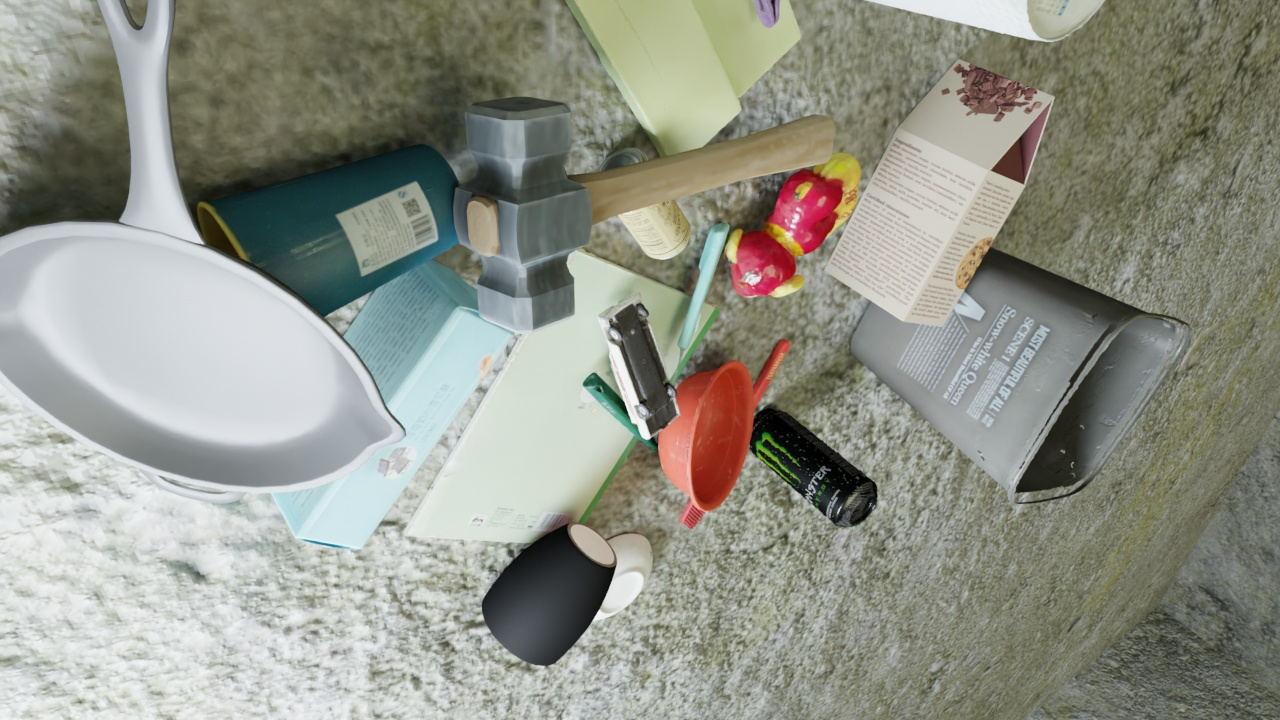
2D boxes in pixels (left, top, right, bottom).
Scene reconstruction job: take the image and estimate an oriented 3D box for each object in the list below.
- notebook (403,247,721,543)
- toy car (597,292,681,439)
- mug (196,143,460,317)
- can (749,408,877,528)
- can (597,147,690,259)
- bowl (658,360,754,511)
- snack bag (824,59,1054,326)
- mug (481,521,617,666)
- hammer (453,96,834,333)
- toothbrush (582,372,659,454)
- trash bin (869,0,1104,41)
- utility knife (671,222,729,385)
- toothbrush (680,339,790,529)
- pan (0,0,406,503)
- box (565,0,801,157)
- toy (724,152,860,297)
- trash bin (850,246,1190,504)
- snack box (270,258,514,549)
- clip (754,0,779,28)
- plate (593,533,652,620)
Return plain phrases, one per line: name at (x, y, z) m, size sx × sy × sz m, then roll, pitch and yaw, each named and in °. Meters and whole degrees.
notebook at (-0.054, 0.044, 0.723) m, size 0.181 × 0.010 × 0.253 m, roll 17°, pitch 110°, yaw -48°
toy car at (-0.004, 0.004, 0.697) m, size 0.039 × 0.039 × 0.113 m, roll -36°, pitch 121°, yaw -27°
mug at (-0.157, -0.068, 0.486) m, size 0.121 × 0.078 × 0.078 m, roll -30°, pitch 138°, yaw -28°
can at (0.159, 0.099, 0.863) m, size 0.053 × 0.138 × 0.054 m, roll -25°, pitch 136°, yaw -27°
can at (0.004, -0.105, 0.628) m, size 0.038 × 0.038 × 0.079 m, roll -46°, pitch 141°, yaw -3°
bowl at (0.052, 0.061, 0.784) m, size 0.130 × 0.045 × 0.131 m, roll -31°, pitch 127°, yaw -54°
snack bag at (0.257, -0.144, 0.786) m, size 0.069 × 0.094 × 0.207 m, roll 3°, pitch 119°, yaw -44°
mug at (-0.065, 0.186, 0.777) m, size 0.100 × 0.085 × 0.118 m, roll -51°, pitch 173°, yaw 14°
hammer at (0.026, -0.117, 0.578) m, size 0.321 × 0.051 × 0.117 m, roll -24°, pitch 125°, yaw -42°
toothbrush at (0.000, 0.059, 0.764) m, size 0.016 × 0.017 × 0.190 m, roll -46°, pitch 144°, yaw -4°
trash bin at (0.210, -0.277, 0.577) m, size 0.133 × 0.161 × 0.133 m, roll -24°, pitch 136°, yaw -27°
utility knife at (0.037, -0.024, 0.725) m, size 0.022 × 0.016 × 0.177 m, roll -39°, pitch 149°, yaw -72°
toothbrush at (0.092, 0.075, 0.876) m, size 0.012 × 0.018 × 0.213 m, roll 8°, pitch 116°, yaw -46°
pan at (-0.203, -0.037, 0.402) m, size 0.216 × 0.024 × 0.356 m, roll 15°, pitch 138°, yaw -10°
box at (0.029, -0.224, 0.568) m, size 0.137 × 0.024 × 0.187 m, roll -47°, pitch 142°, yaw -6°
toy at (0.124, -0.107, 0.720) m, size 0.137 × 0.067 × 0.105 m, roll -46°, pitch 157°, yaw -6°
trash bin at (0.348, -0.009, 0.882) m, size 0.197 × 0.220 × 0.198 m, roll 3°, pitch 119°, yaw -44°
snack box at (-0.158, 0.025, 0.559) m, size 0.175 × 0.075 × 0.053 m, roll -54°, pitch 140°, yaw 7°
clip at (0.082, -0.242, 0.582) m, size 0.046 × 0.014 × 0.050 m, roll -58°, pitch 140°, yaw -4°
plate at (-0.025, 0.214, 0.878) m, size 0.104 × 0.026 × 0.104 m, roll -25°, pitch 136°, yaw -27°
